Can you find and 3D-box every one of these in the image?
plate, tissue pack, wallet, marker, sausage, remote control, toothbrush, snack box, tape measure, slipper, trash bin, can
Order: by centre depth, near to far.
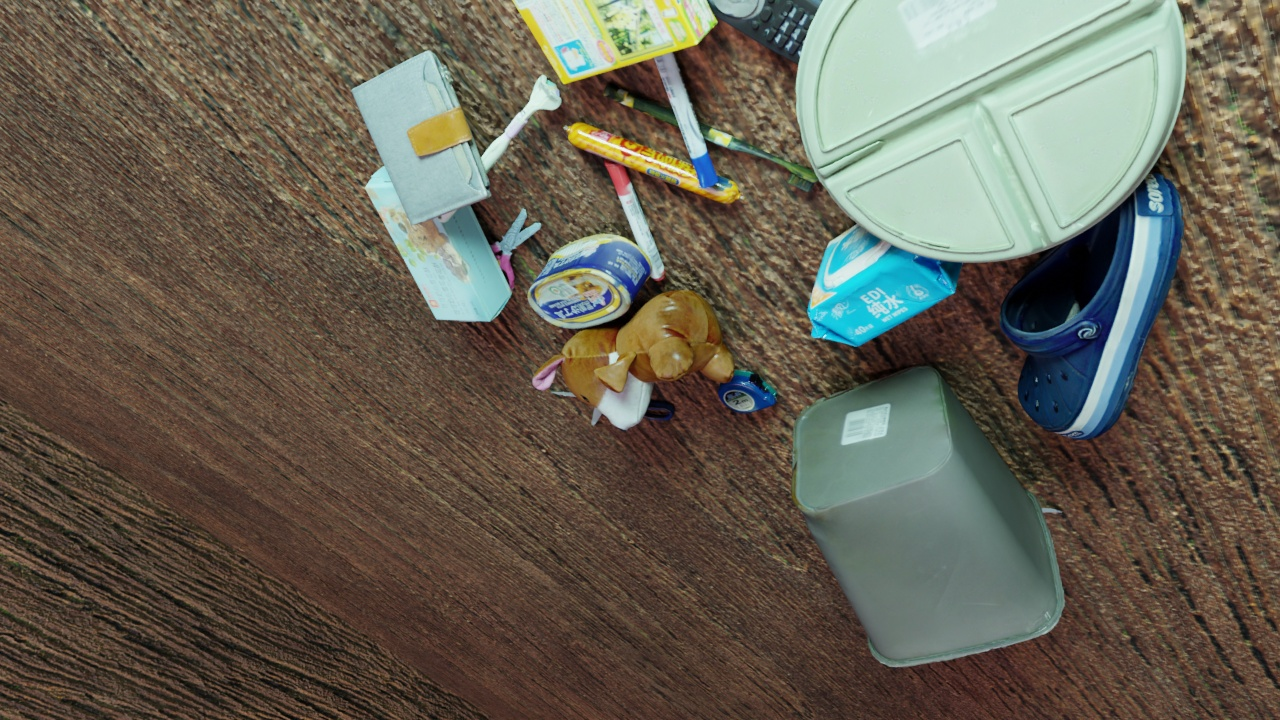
[{"bbox_3d":[0.209,-0.162,0.573,0.230,0.027,0.231,11,123,17],"label":"plate"},{"bbox_3d":[0.082,-0.242,0.616,0.136,0.024,0.053,30,150,-5],"label":"remote control"},{"bbox_3d":[-0.024,-0.250,0.640,0.141,0.033,0.087,3,137,46],"label":"snack box"},{"bbox_3d":[0.323,-0.030,0.689,0.095,0.104,0.253,8,142,11],"label":"slipper"},{"bbox_3d":[0.031,-0.198,0.703,0.017,0.016,0.146,1,133,32],"label":"marker"},{"bbox_3d":[0.192,-0.075,0.723,0.063,0.089,0.140,34,146,-15],"label":"tissue pack"},{"bbox_3d":[0.056,-0.178,0.734,0.186,0.012,0.017,24,138,1],"label":"toothbrush"},{"bbox_3d":[0.011,-0.166,0.773,0.165,0.021,0.021,21,148,3],"label":"sausage"},{"bbox_3d":[-0.191,-0.191,0.802,0.107,0.036,0.130,-12,107,35],"label":"wallet"},{"bbox_3d":[-0.130,-0.178,0.807,0.190,0.020,0.029,-38,84,39],"label":"toothbrush"},{"bbox_3d":[-0.003,-0.128,0.842,0.017,0.017,0.145,6,143,26],"label":"marker"},{"bbox_3d":[0.265,0.143,0.893,0.199,0.198,0.220,-24,119,26],"label":"trash bin"},{"bbox_3d":[-0.053,-0.076,0.901,0.074,0.049,0.148,44,150,-24],"label":"can"},{"bbox_3d":[-0.201,-0.119,0.930,0.074,0.051,0.175,3,133,28],"label":"snack box"},{"bbox_3d":[0.112,0.033,0.990,0.054,0.025,0.058,43,139,-24],"label":"tape measure"}]

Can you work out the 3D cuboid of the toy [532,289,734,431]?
[{"bbox_3d":[-0.005,0.005,0.928,0.200,0.130,0.140,-9,170,37],"label":"toy"}]

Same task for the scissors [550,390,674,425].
[{"bbox_3d":[-0.037,0.044,1.113,0.162,0.012,0.176,18,148,9],"label":"scissors"}]

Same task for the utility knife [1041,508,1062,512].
[{"bbox_3d":[0.373,0.171,1.028,0.186,0.018,0.034,-9,150,39],"label":"utility knife"}]

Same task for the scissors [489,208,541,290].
[{"bbox_3d":[-0.147,-0.123,0.946,0.077,0.017,0.138,36,143,-3],"label":"scissors"}]
